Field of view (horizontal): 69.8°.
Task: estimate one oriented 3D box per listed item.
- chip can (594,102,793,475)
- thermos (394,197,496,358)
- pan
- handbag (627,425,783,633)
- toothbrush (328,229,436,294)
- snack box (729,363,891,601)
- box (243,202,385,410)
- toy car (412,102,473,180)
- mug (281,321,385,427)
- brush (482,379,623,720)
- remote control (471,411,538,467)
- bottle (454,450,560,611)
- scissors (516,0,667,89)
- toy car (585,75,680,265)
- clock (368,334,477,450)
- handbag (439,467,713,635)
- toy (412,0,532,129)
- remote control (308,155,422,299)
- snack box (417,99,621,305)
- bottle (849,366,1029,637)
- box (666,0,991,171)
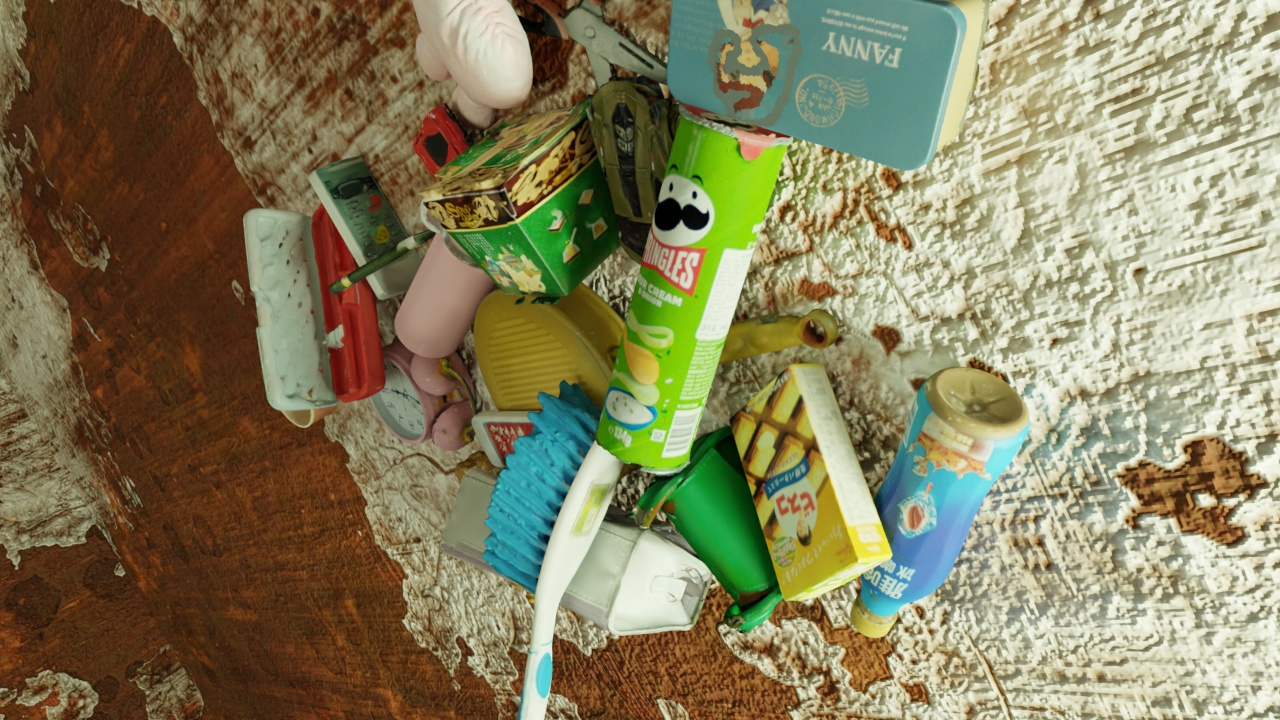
[{"bbox_3d":[0.030,-0.041,0.597,0.072,0.072,0.236,28,117,27],"label":"chip can"},{"bbox_3d":[-0.164,-0.079,0.788,0.199,0.087,0.067,-48,44,49],"label":"thermos"},{"bbox_3d":[-0.004,0.004,0.722,0.358,0.078,0.198,-6,113,52],"label":"pan"},{"bbox_3d":[0.064,0.121,0.675,0.131,0.119,0.068,51,134,5],"label":"handbag"},{"bbox_3d":[-0.211,-0.104,0.816,0.186,0.012,0.017,-25,90,24],"label":"toothbrush"},{"bbox_3d":[0.111,0.082,0.622,0.087,0.033,0.140,-49,50,51],"label":"snack box"},{"bbox_3d":[-0.319,-0.056,0.885,0.095,0.101,0.201,-18,80,49],"label":"box"},{"bbox_3d":[-0.164,-0.171,0.753,0.049,0.031,0.106,56,159,-9],"label":"toy car"},{"bbox_3d":[-0.333,-0.002,0.976,0.082,0.105,0.115,25,129,30],"label":"mug"},{"bbox_3d":[-0.081,0.178,0.700,0.109,0.060,0.315,27,98,29],"label":"brush"},{"bbox_3d":[-0.103,0.071,0.805,0.136,0.020,0.056,-3,116,51],"label":"remote control"},{"bbox_3d":[-0.126,0.173,0.930,0.058,0.057,0.175,-12,107,46],"label":"bottle"},{"bbox_3d":[-0.047,-0.240,0.626,0.189,0.015,0.223,8,123,41],"label":"scissors"},{"bbox_3d":[0.007,-0.118,0.630,0.070,0.042,0.158,14,134,38],"label":"toy car"},{"bbox_3d":[-0.214,0.031,0.919,0.159,0.059,0.117,9,119,39],"label":"clock"},{"bbox_3d":[-0.052,0.164,0.803,0.197,0.098,0.145,15,169,35],"label":"handbag"},{"bbox_3d":[-0.128,-0.230,0.667,0.121,0.054,0.160,55,160,-6],"label":"toy"},{"bbox_3d":[-0.254,-0.125,0.863,0.019,0.056,0.135,-24,97,47],"label":"remote control"},{"bbox_3d":[-0.075,-0.112,0.671,0.118,0.117,0.106,7,135,47],"label":"snack box"},{"bbox_3d":[0.181,0.105,0.596,0.065,0.065,0.219,31,133,25],"label":"bottle"},{"bbox_3d":[0.103,-0.169,0.501,0.184,0.061,0.090,26,131,32],"label":"box"}]
